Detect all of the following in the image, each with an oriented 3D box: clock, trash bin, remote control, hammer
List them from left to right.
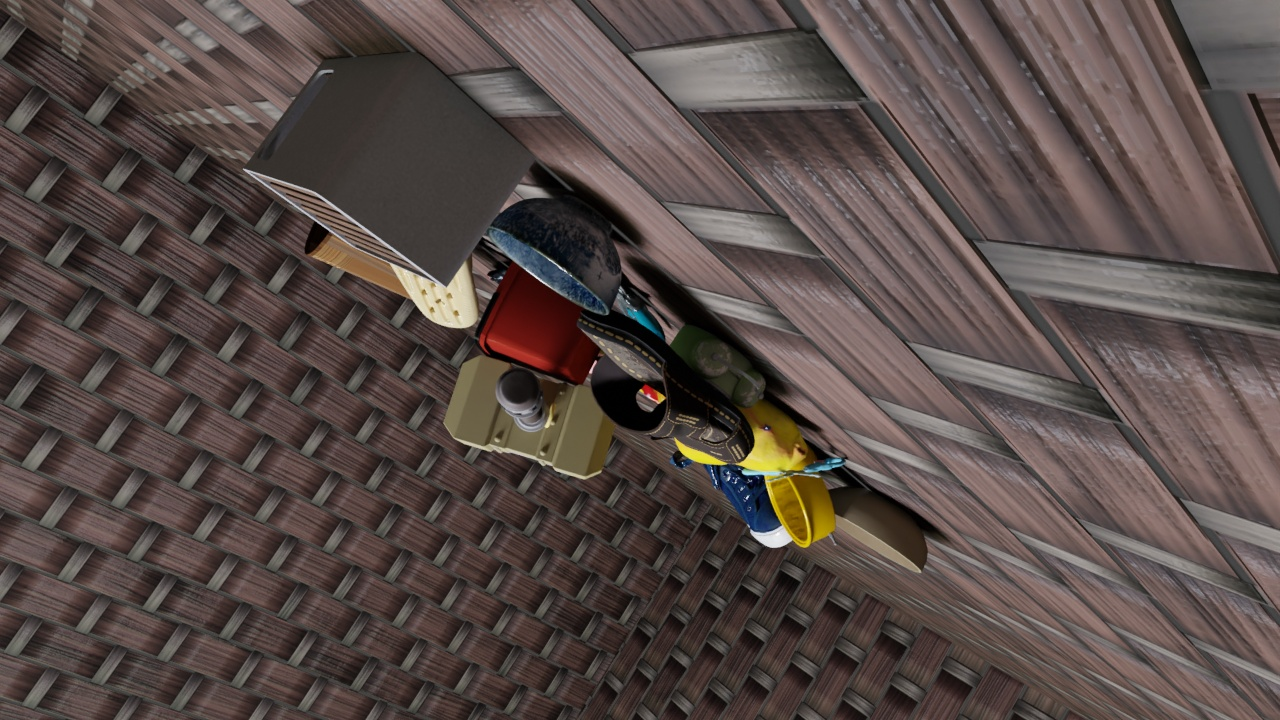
[{"bbox_3d":[-0.204,-0.153,0.718,0.114,0.114,0.229,38,171,-36],"label":"trash bin"},{"bbox_3d":[-0.175,-0.110,1.231,0.047,0.022,0.150,35,174,-16],"label":"remote control"},{"bbox_3d":[-0.119,0.050,0.969,0.190,0.100,0.325,17,170,-1],"label":"hammer"},{"bbox_3d":[0.068,0.005,0.877,0.094,0.042,0.119,37,172,-37],"label":"clock"},{"bbox_3d":[0.189,0.153,1.116,0.114,0.052,0.152,163,87,-78],"label":"clock"}]

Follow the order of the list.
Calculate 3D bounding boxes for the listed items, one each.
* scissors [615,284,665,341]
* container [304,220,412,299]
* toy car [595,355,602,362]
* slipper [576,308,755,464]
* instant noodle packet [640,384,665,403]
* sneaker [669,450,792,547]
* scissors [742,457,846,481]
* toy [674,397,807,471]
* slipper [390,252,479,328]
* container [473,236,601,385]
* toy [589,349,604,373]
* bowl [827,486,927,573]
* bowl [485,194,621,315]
[{"bbox_3d":[-0.004,-0.051,0.895,0.142,0.019,0.127,43,175,-20],"label":"scissors"},{"bbox_3d":[-0.341,-0.159,1.236,0.167,0.132,0.132,31,175,-31],"label":"container"},{"bbox_3d":[-0.007,0.006,1.106,0.092,0.037,0.040,-4,159,15],"label":"toy car"},{"bbox_3d":[0.020,0.041,0.847,0.113,0.075,0.268,26,168,42],"label":"slipper"},{"bbox_3d":[0.023,0.037,1.282,0.135,0.039,0.098,30,179,13],"label":"instant noodle packet"},{"bbox_3d":[0.140,0.161,1.291,0.127,0.120,0.294,46,180,-22],"label":"sneaker"},{"bbox_3d":[0.163,0.120,1.014,0.134,0.015,0.135,-7,175,41],"label":"scissors"},{"bbox_3d":[0.094,0.074,1.029,0.134,0.087,0.194,40,169,-12],"label":"toy"},{"bbox_3d":[-0.254,-0.136,1.150,0.111,0.079,0.262,11,149,12],"label":"slipper"},{"bbox_3d":[-0.146,-0.059,1.086,0.201,0.127,0.148,25,171,10],"label":"container"},{"bbox_3d":[-0.075,-0.013,1.306,0.090,0.051,0.110,32,172,-2],"label":"toy"},{"bbox_3d":[0.295,0.201,1.147,0.152,0.050,0.152,33,173,4],"label":"bowl"},{"bbox_3d":[-0.056,-0.091,0.713,0.114,0.060,0.114,34,172,5],"label":"bowl"}]
